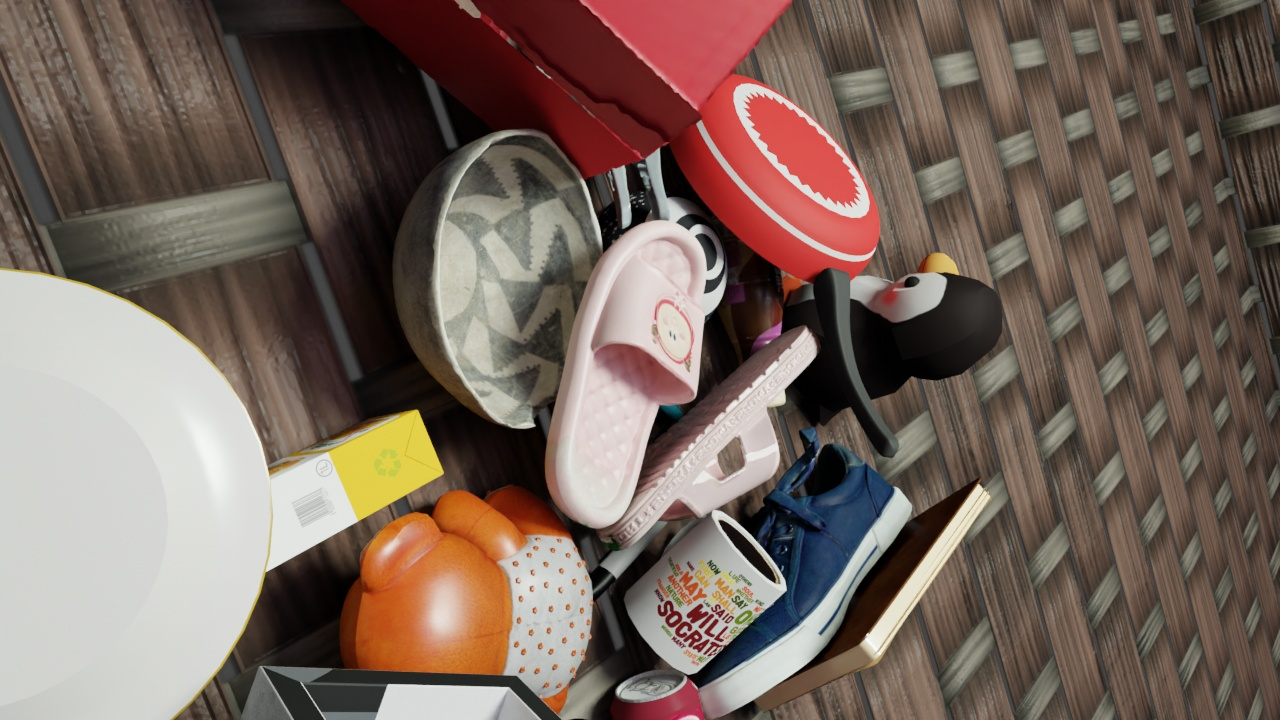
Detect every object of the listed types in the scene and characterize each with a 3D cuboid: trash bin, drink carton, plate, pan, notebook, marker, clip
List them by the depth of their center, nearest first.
[{"bbox_3d":[-0.276,0.073,0.384,0.229,0.021,0.229,4,82,-26],"label":"plate"},{"bbox_3d":[-0.117,0.286,0.402,0.142,0.143,0.247,19,91,-40],"label":"trash bin"},{"bbox_3d":[-0.177,0.071,0.497,0.122,0.059,0.040,-29,102,-43],"label":"drink carton"},{"bbox_3d":[-0.013,0.140,0.675,0.022,0.016,0.138,47,49,2],"label":"marker"},{"bbox_3d":[0.011,-0.190,0.681,0.158,0.030,0.173,-27,86,-12],"label":"clip"},{"bbox_3d":[0.135,-0.092,0.719,0.208,0.067,0.355,8,49,-41],"label":"pan"},{"bbox_3d":[0.191,0.195,0.762,0.024,0.168,0.224,48,48,8],"label":"notebook"}]

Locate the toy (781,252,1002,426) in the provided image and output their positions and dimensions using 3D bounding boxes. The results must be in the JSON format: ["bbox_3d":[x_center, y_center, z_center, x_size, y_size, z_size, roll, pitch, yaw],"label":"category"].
[{"bbox_3d":[0.225,-0.017,0.810,0.158,0.184,0.140,5,80,-43],"label":"toy"}]

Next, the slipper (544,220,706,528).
[{"bbox_3d":[-0.004,0.004,0.607,0.107,0.056,0.221,44,58,-44],"label":"slipper"}]

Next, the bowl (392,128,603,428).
[{"bbox_3d":[-0.098,-0.052,0.569,0.178,0.081,0.178,5,90,-65],"label":"bowl"}]

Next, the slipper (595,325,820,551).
[{"bbox_3d":[0.061,0.065,0.681,0.238,0.094,0.064,-43,98,-28],"label":"slipper"}]

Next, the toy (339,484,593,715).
[{"bbox_3d":[-0.105,0.155,0.539,0.172,0.093,0.163,12,76,-55],"label":"toy"}]

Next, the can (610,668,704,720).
[{"bbox_3d":[0.019,0.282,0.644,0.063,0.063,0.114,-14,92,-44],"label":"can"}]

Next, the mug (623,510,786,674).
[{"bbox_3d":[0.043,0.158,0.667,0.090,0.105,0.073,-45,116,9],"label":"mug"}]

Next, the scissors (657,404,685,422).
[{"bbox_3d":[0.009,0.006,0.696,0.148,0.019,0.123,-38,120,-58],"label":"scissors"}]

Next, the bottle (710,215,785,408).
[{"bbox_3d":[0.094,-0.042,0.776,0.059,0.060,0.166,-7,87,-44],"label":"bottle"}]

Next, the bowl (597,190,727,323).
[{"bbox_3d":[0.026,-0.077,0.713,0.120,0.067,0.120,10,76,-42],"label":"bowl"}]

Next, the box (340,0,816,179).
[{"bbox_3d":[-0.040,-0.216,0.486,0.211,0.319,0.121,37,54,-22],"label":"box"}]

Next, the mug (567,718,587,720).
[{"bbox_3d":[-0.040,0.289,0.573,0.094,0.085,0.121,16,66,-43],"label":"mug"}]

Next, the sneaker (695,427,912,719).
[{"bbox_3d":[0.115,0.157,0.749,0.127,0.121,0.293,48,47,3],"label":"sneaker"}]
